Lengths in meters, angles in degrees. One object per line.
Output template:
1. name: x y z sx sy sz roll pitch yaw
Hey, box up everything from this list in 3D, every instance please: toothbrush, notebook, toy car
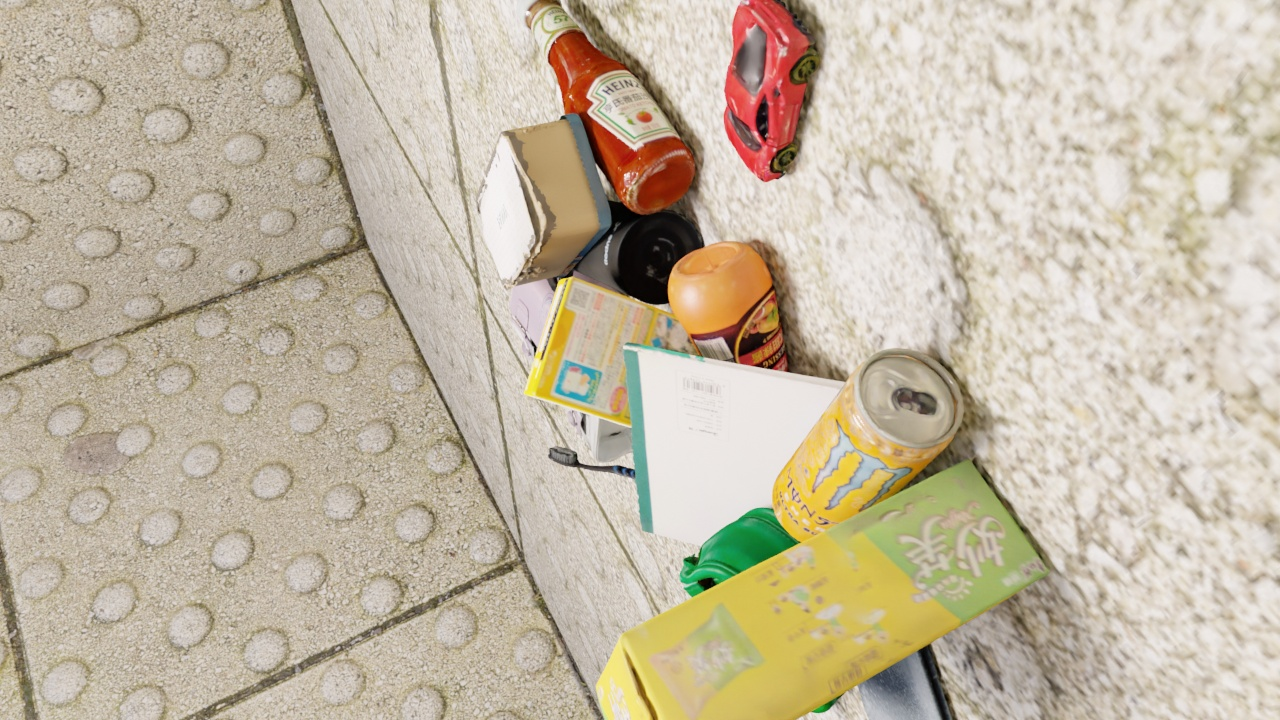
1. toothbrush: -0.002 0.105 0.847 0.190 0.014 0.016 11 119 22
2. notebook: 0.065 0.075 0.628 0.150 0.012 0.209 12 139 15
3. toy car: 0.064 -0.139 0.486 0.049 0.031 0.106 58 163 28

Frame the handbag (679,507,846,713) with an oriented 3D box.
1. handbag: 0.092 0.173 0.640 0.131 0.067 0.120 50 153 0

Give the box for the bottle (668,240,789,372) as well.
1. bottle: 0.069 -0.003 0.607 0.067 0.066 0.149 34 151 60

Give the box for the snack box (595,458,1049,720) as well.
1. snack box: 0.085 0.147 0.491 0.070 0.209 0.158 60 161 21

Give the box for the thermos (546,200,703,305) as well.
1. thermos: -0.032 -0.089 0.762 0.242 0.068 0.090 -151 66 -64

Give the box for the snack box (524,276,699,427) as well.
1. snack box: -0.004 0.004 0.654 0.034 0.140 0.087 -179 107 -72

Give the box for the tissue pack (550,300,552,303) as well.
1. tissue pack: -0.006 0.004 0.725 0.157 0.052 0.095 30 -171 -20

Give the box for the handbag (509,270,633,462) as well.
1. handbag: -0.056 -0.015 0.910 0.197 0.098 0.145 49 151 43

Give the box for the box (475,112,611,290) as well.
1. box: -0.076 -0.113 0.680 0.184 0.059 0.090 -19 88 70

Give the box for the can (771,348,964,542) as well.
1. can: 0.119 0.053 0.505 0.058 0.058 0.146 59 157 22

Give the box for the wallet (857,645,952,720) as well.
1. wallet: 0.179 0.221 0.638 0.097 0.019 0.121 -2 110 70

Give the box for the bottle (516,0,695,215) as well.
1. bottle: -0.032 -0.194 0.656 0.206 0.059 0.060 59 162 25
